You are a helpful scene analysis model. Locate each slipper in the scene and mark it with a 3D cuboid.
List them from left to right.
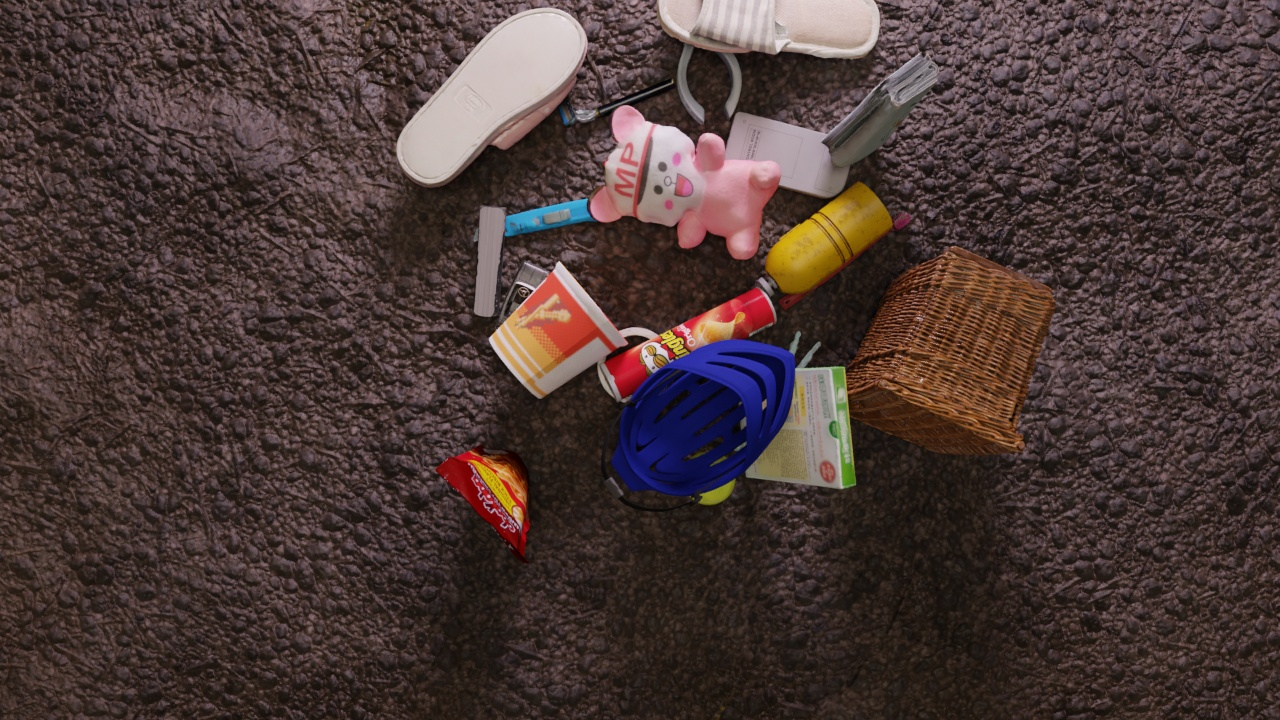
[{"bbox_3d":[-0.178,-0.313,1.101,0.274,0.054,0.114,-40,92,0],"label":"slipper"},{"bbox_3d":[0.155,-0.410,1.076,0.272,0.054,0.114,3,86,-11],"label":"slipper"}]

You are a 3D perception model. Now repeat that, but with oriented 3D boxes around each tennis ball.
[{"bbox_3d":[0.083,0.143,1.117,0.065,0.065,0.065,0,93,1],"label":"tennis ball"}]

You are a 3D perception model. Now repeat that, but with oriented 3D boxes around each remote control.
[{"bbox_3d":[-0.185,-0.120,1.127,0.033,0.013,0.136,6,99,1],"label":"remote control"},{"bbox_3d":[0.178,-0.247,1.115,0.151,0.019,0.074,15,94,1],"label":"remote control"}]

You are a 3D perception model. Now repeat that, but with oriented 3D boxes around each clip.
[{"bbox_3d":[0.059,-0.365,1.106,0.115,0.028,0.163,-9,92,0],"label":"clip"}]

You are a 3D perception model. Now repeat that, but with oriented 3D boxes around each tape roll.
[{"bbox_3d":[-0.007,0.007,1.135,0.094,0.018,0.094,0,93,1],"label":"tape roll"}]

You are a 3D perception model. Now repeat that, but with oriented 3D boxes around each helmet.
[{"bbox_3d":[0.054,0.075,0.996,0.242,0.227,0.148,-37,87,26],"label":"helmet"}]

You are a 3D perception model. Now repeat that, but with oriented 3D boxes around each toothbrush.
[{"bbox_3d":[0.250,-0.122,1.122,0.190,0.016,0.016,-35,93,3],"label":"toothbrush"}]

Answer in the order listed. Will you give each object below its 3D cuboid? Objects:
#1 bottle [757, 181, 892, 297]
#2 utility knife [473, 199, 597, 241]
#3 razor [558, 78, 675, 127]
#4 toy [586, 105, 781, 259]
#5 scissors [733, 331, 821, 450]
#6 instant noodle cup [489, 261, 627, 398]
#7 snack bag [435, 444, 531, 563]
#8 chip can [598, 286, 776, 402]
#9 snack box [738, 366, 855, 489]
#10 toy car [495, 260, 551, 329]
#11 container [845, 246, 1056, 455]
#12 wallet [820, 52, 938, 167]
[{"bbox_3d":[0.213,-0.136,1.097,0.164,0.071,0.071,-37,92,3],"label":"bottle"},{"bbox_3d":[-0.117,-0.173,1.128,0.185,0.015,0.031,-12,93,4],"label":"utility knife"},{"bbox_3d":[-0.026,-0.313,1.116,0.144,0.022,0.042,-17,53,-2],"label":"razor"},{"bbox_3d":[0.051,-0.206,1.084,0.213,0.084,0.142,14,116,-2],"label":"toy"},{"bbox_3d":[0.179,0.048,1.138,0.093,0.032,0.175,34,97,2],"label":"scissors"},{"bbox_3d":[-0.101,-0.029,1.078,0.121,0.123,0.123,-40,92,1],"label":"instant noodle cup"},{"bbox_3d":[-0.169,0.160,1.052,0.066,0.208,0.139,-35,92,2],"label":"snack bag"},{"bbox_3d":[0.057,-0.020,1.100,0.214,0.052,0.052,-26,93,-6],"label":"chip can"},{"bbox_3d":[0.174,0.075,1.056,0.027,0.168,0.132,-7,92,-31],"label":"snack box"},{"bbox_3d":[-0.145,-0.074,1.122,0.040,0.037,0.092,24,94,-1],"label":"toy car"},{"bbox_3d":[0.332,-0.007,1.025,0.162,0.250,0.183,24,84,0],"label":"container"},{"bbox_3d":[0.273,-0.283,1.044,0.054,0.132,0.100,45,62,3],"label":"wallet"}]
